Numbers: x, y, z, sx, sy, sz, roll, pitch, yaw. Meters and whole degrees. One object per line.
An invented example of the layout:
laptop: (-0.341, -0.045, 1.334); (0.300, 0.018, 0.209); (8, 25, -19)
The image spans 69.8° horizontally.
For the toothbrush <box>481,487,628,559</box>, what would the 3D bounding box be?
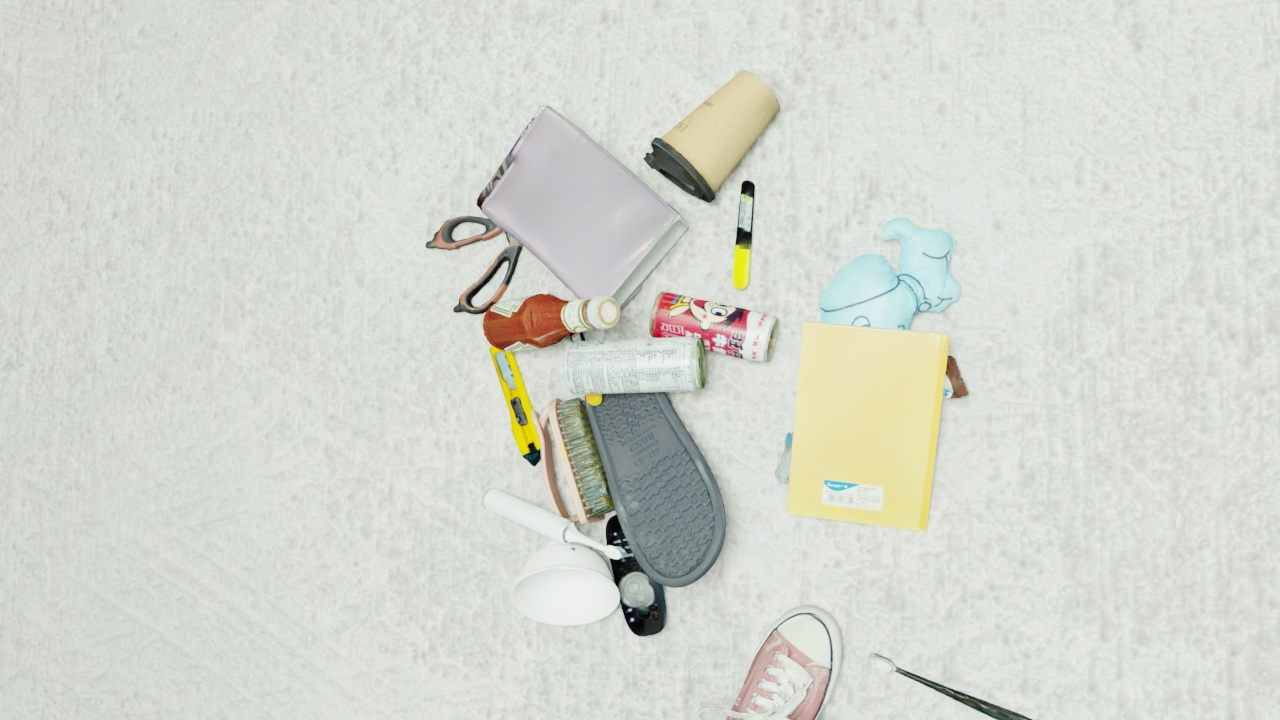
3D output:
toothbrush: (-0.097, 0.180, 1.002); (0.221, 0.026, 0.027); (13, 96, 42)

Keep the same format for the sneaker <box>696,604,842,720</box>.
sneaker: (0.128, 0.354, 0.915); (0.118, 0.088, 0.240); (31, 78, 16)

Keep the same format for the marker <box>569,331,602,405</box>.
marker: (-0.064, -0.002, 1.039); (0.018, 0.015, 0.123); (-28, 57, 14)

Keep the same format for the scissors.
scissors: (-0.163, -0.148, 1.099); (0.225, 0.015, 0.189); (2, 87, 17)

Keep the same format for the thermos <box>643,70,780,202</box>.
thermos: (0.080, -0.242, 0.997); (0.093, 0.093, 0.143); (44, 92, 15)

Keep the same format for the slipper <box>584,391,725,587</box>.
slipper: (0.023, 0.117, 0.996); (0.111, 0.083, 0.268); (-31, 59, 12)

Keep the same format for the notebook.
notebook: (0.229, 0.068, 0.937); (0.146, 0.010, 0.206); (5, 100, 14)

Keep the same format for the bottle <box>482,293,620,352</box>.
bottle: (-0.098, -0.044, 1.000); (0.206, 0.059, 0.059); (-4, 84, 50)

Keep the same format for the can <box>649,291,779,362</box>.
can: (0.080, -0.036, 0.996); (0.133, 0.053, 0.053); (14, 90, 18)

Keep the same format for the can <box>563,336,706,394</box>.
can: (-0.006, 0.006, 0.976); (0.147, 0.058, 0.058); (-3, 85, 12)

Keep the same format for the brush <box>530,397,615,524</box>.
brush: (-0.077, 0.112, 1.029); (0.073, 0.063, 0.145); (-22, 79, 15)

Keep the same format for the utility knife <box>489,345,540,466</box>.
utility knife: (-0.150, 0.040, 1.081); (0.033, 0.015, 0.177); (-23, 79, 12)

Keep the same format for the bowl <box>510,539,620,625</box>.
bowl: (-0.081, 0.235, 1.013); (0.118, 0.118, 0.064); (-16, 42, 15)

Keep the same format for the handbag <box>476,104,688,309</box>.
handbag: (-0.066, -0.162, 1.020); (0.197, 0.098, 0.145); (42, 95, 8)

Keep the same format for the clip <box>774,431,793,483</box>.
clip: (0.161, 0.105, 0.980); (0.027, 0.044, 0.058); (24, 98, 16)

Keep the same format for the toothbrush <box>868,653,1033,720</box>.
toothbrush: (0.316, 0.335, 0.916); (0.181, 0.018, 0.015); (20, 89, 16)

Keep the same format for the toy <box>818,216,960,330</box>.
toy: (0.250, -0.065, 0.947); (0.156, 0.049, 0.161); (-6, 88, 8)

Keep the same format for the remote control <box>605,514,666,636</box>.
remote control: (-0.004, 0.235, 1.017); (0.053, 0.024, 0.136); (-15, 83, 14)

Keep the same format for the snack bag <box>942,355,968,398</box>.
snack bag: (0.278, 0.030, 0.944); (0.105, 0.026, 0.045); (-18, 78, 13)

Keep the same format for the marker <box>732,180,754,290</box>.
marker: (0.115, -0.139, 1.014); (0.018, 0.015, 0.124); (3, 84, 17)
